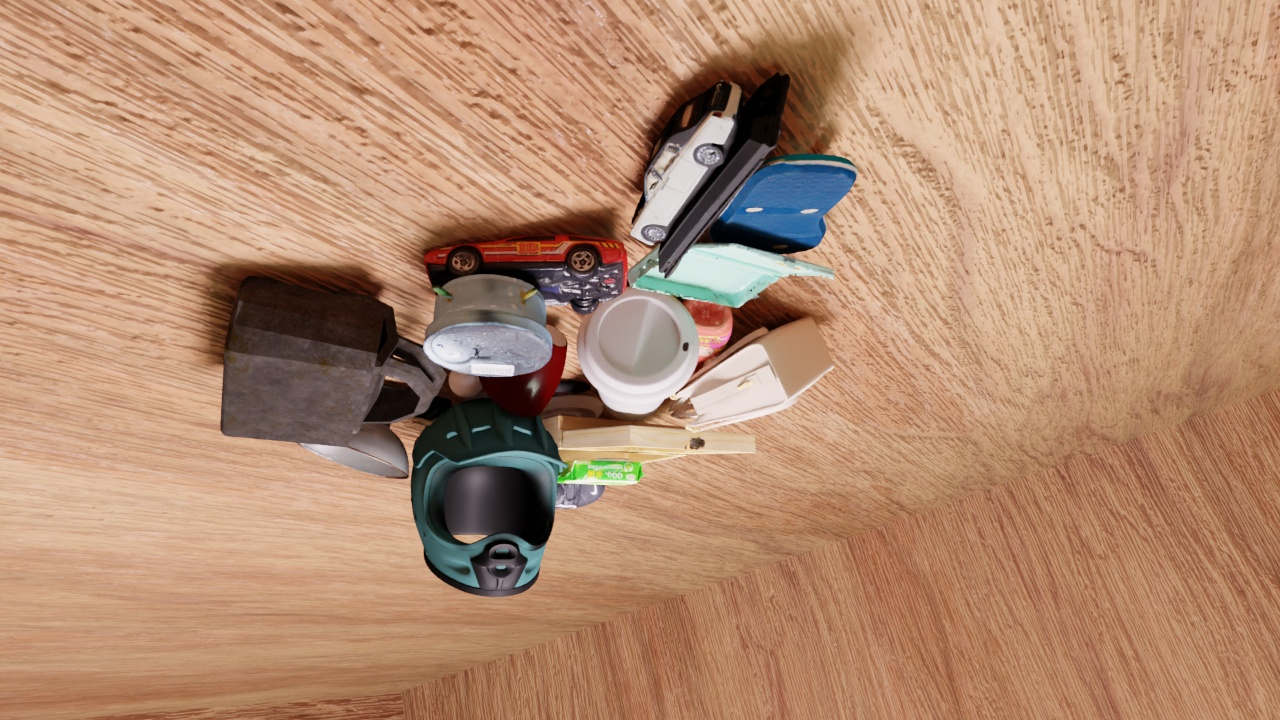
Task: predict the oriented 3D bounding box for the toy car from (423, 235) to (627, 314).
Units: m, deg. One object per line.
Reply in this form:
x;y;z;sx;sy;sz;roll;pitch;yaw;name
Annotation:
-0.107;-0.083;0.872;0.189;0.056;0.082;-3;155;-3;toy car

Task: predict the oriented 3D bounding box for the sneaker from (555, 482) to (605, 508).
-0.148;0.181;1.307;0.252;0.097;0.151;4;-170;-26;sneaker

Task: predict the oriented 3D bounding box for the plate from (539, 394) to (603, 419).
-0.127;0.087;1.292;0.157;0.014;0.157;-13;157;-6;plate

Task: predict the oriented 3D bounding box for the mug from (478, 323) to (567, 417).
-0.133;-0.004;1.024;0.114;0.087;0.089;29;117;-23;mug

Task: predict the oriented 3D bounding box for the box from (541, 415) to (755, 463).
-0.017;0.113;1.245;0.254;0.068;0.246;-4;172;44;box

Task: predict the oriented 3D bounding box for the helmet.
-0.174;0.141;1.068;0.176;0.200;0.275;4;-172;-19;helmet

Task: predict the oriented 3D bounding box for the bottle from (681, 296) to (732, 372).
0.067;-0.030;1.099;0.071;0.048;0.134;8;157;-5;bottle

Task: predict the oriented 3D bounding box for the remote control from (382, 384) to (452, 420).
-0.292;0.043;1.086;0.046;0.021;0.140;-33;146;33;remote control

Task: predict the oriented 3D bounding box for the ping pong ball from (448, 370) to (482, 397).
-0.203;0.023;1.067;0.040;0.040;0.040;-13;157;-6;ping pong ball

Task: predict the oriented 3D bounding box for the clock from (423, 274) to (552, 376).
-0.141;-0.023;0.865;0.118;0.060;0.162;3;157;-7;clock

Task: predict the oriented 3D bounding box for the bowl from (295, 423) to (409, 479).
-0.336;0.088;1.081;0.151;0.056;0.151;16;160;6;bowl

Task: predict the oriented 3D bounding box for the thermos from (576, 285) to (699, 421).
-0.006;0.006;1.062;0.131;0.131;0.222;-13;164;-6;thermos

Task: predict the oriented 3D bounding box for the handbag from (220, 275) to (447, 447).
-0.291;0.005;0.893;0.199;0.102;0.198;13;148;-20;handbag

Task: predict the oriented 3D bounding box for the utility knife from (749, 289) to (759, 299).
0.086;-0.088;1.025;0.029;0.020;0.172;-25;157;30;utility knife

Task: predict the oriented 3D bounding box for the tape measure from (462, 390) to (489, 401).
-0.195;0.059;1.179;0.062;0.020;0.060;-17;157;5;tape measure

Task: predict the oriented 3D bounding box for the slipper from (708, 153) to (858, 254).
0.124;-0.150;0.838;0.118;0.060;0.295;-4;174;-1;slipper

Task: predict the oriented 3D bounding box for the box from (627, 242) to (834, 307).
0.094;-0.093;0.926;0.139;0.052;0.186;-21;164;37;box

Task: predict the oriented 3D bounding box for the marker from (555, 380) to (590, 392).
-0.119;0.032;1.170;0.133;0.015;0.018;4;170;-37;marker

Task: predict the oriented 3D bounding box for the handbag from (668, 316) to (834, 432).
0.122;0.030;1.171;0.198;0.101;0.194;-26;179;32;handbag

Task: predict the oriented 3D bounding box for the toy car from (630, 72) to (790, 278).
0.043;-0.163;0.770;0.071;0.093;0.192;25;146;-12;toy car

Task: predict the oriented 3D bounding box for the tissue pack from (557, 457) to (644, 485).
-0.063;0.151;1.245;0.113;0.034;0.100;5;169;-27;tissue pack
